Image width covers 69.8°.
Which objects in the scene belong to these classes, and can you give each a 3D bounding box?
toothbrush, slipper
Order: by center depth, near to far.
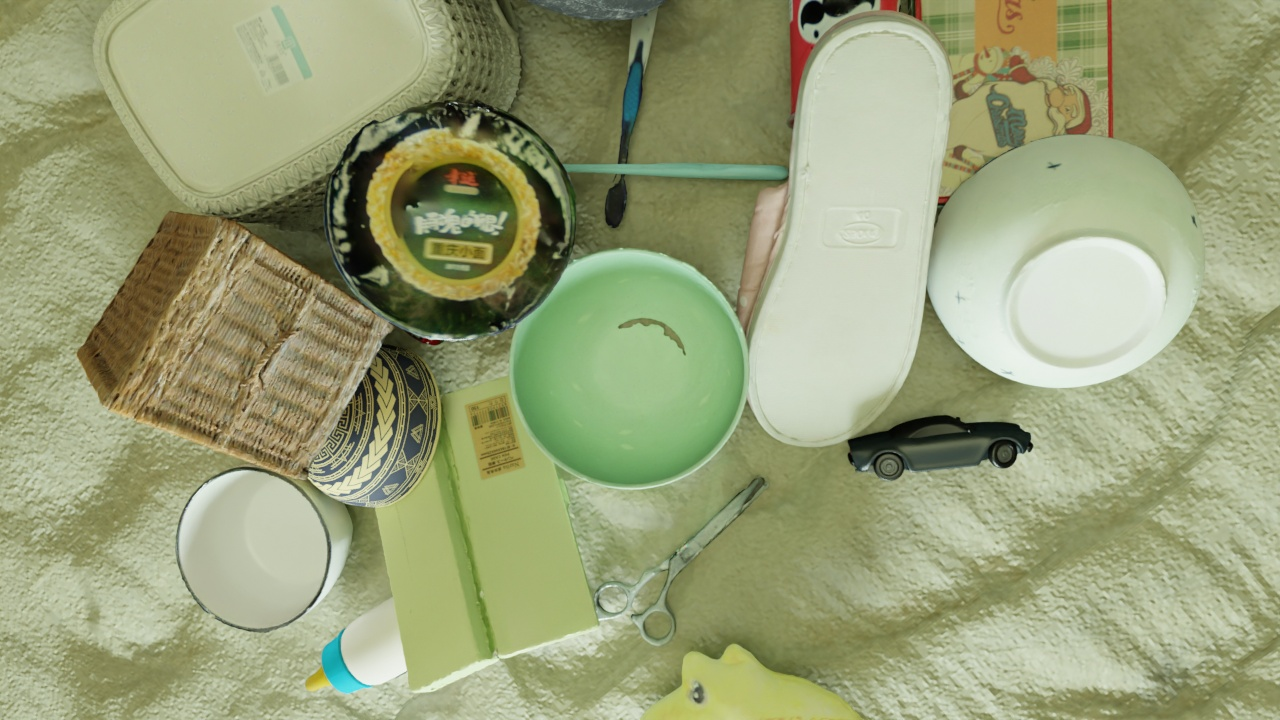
[{"bbox_3d":[0.122,-0.069,0.560,0.114,0.054,0.275,8,119,1],"label":"slipper"},{"bbox_3d":[0.008,-0.129,0.605,0.180,0.016,0.016,3,85,-1],"label":"toothbrush"},{"bbox_3d":[-0.005,-0.183,0.618,0.016,0.017,0.189,9,93,-2],"label":"toothbrush"}]

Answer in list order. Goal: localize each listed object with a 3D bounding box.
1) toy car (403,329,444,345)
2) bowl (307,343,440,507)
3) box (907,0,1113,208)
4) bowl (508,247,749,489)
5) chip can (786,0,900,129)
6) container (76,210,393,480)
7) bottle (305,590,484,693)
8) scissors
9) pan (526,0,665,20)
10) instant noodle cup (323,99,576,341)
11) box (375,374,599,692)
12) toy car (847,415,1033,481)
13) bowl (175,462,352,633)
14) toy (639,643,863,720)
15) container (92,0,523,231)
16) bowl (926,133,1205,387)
[{"bbox_3d":[-0.133,-0.054,0.638,0.042,0.036,0.091,36,92,4],"label":"toy car"},{"bbox_3d":[-0.196,0.040,0.615,0.113,0.061,0.112,-8,75,33],"label":"bowl"},{"bbox_3d":[0.224,-0.197,0.564,0.118,0.050,0.205,0,93,8],"label":"box"},{"bbox_3d":[-0.004,0.003,0.598,0.151,0.077,0.151,1,94,9],"label":"bowl"},{"bbox_3d":[0.124,-0.265,0.564,0.073,0.073,0.233,-1,93,9],"label":"chip can"},{"bbox_3d":[-0.255,-0.013,0.565,0.112,0.199,0.113,35,78,-35],"label":"container"},{"bbox_3d":[-0.179,0.199,0.651,0.146,0.051,0.051,-31,88,10],"label":"bottle"},{"bbox_3d":[0.018,0.134,0.635,0.095,0.014,0.170,24,100,6],"label":"scissors"},{"bbox_3d":[-0.134,-0.307,0.538,0.357,0.207,0.040,33,126,-3],"label":"pan"},{"bbox_3d":[-0.118,-0.078,0.562,0.137,0.112,0.137,1,88,-15],"label":"instant noodle cup"},{"bbox_3d":[-0.113,0.108,0.609,0.141,0.044,0.187,-20,66,8],"label":"box"},{"bbox_3d":[0.189,0.053,0.586,0.112,0.046,0.034,-8,94,11],"label":"toy car"},{"bbox_3d":[-0.259,0.126,0.652,0.116,0.065,0.116,1,94,9],"label":"bowl"},{"bbox_3d":[0.070,0.262,0.613,0.171,0.064,0.155,-16,103,17],"label":"toy"},{"bbox_3d":[-0.209,-0.191,0.585,0.246,0.142,0.184,-28,102,10],"label":"container"},{"bbox_3d":[0.247,-0.046,0.530,0.153,0.072,0.154,5,120,9],"label":"bowl"}]
